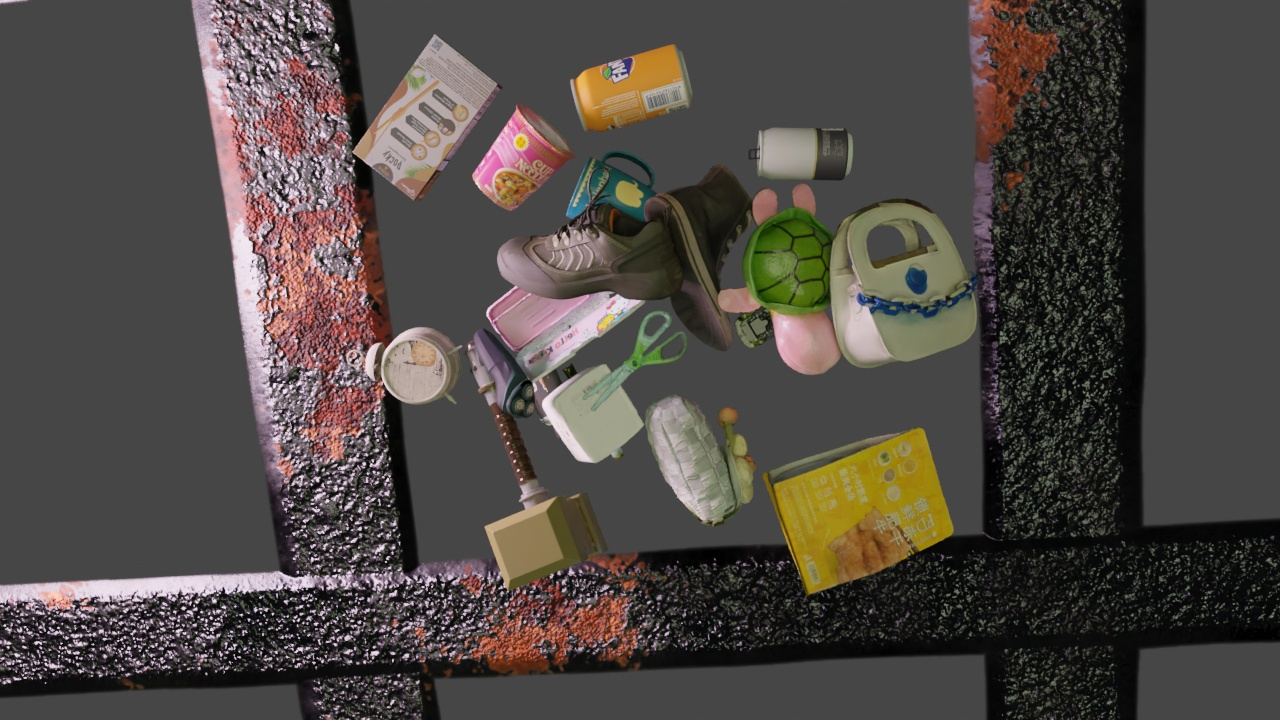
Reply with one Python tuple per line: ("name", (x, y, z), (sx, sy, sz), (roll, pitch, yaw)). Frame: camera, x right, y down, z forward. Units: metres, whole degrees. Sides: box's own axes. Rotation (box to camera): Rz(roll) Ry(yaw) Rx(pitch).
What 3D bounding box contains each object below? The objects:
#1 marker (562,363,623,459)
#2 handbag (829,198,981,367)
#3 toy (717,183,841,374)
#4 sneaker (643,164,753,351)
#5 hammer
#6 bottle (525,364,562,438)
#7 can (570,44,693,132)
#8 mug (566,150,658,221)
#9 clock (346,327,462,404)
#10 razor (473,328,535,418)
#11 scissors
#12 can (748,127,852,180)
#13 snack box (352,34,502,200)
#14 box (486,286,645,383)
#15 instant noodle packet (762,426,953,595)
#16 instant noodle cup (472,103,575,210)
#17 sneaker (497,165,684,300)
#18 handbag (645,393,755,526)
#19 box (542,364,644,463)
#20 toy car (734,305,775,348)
("marker", (-0.064, 0.071, 1.260), (0.017, 0.017, 0.146), (-29, 97, 8))
("handbag", (0.324, -0.100, 1.128), (0.200, 0.093, 0.199), (-19, 96, -31))
("toy", (0.191, -0.099, 1.143), (0.189, 0.088, 0.238), (-7, 93, -22))
("sneaker", (0.095, -0.127, 1.181), (0.119, 0.095, 0.235), (-34, 116, -25))
("hammer", (-0.163, 0.123, 1.218), (0.101, 0.190, 0.324), (-23, 80, 7))
("bottle", (-0.123, 0.052, 1.245), (0.047, 0.047, 0.112), (-21, 97, 7))
("can", (-0.010, -0.340, 1.153), (0.142, 0.079, 0.079), (-14, 98, 6))
("mug", (-0.027, -0.216, 1.182), (0.104, 0.085, 0.112), (23, 72, -5))
("clock", (-0.322, 0.008, 1.243), (0.157, 0.061, 0.103), (8, 100, 0))
("razor", (-0.179, 0.014, 1.181), (0.052, 0.047, 0.143), (-45, 57, 14))
("scissors", (-0.006, 0.010, 1.208), (0.175, 0.033, 0.078), (-45, 103, -15))
("can", (0.200, -0.261, 1.160), (0.127, 0.064, 0.064), (1, 100, 4))
("snack box", (-0.278, -0.315, 1.199), (0.101, 0.031, 0.186), (38, 100, -3))
("box", (-0.094, -0.068, 1.215), (0.202, 0.073, 0.149), (-35, 69, 9))
("instant noodle packet", (0.296, 0.197, 1.234), (0.221, 0.084, 0.163), (-19, 98, 1))
("instant noodle cup", (-0.155, -0.254, 1.175), (0.097, 0.097, 0.109), (44, 107, -4))
("sneaker", (-0.067, -0.152, 1.106), (0.238, 0.100, 0.143), (4, 120, 13))
("handbag", (0.083, 0.119, 1.213), (0.123, 0.112, 0.171), (-26, 97, -2))
("box", (-0.067, 0.069, 1.226), (0.102, 0.076, 0.107), (-38, 105, -26))
("toy car", (0.176, -0.059, 1.213), (0.105, 0.033, 0.048), (-30, 95, 11))
